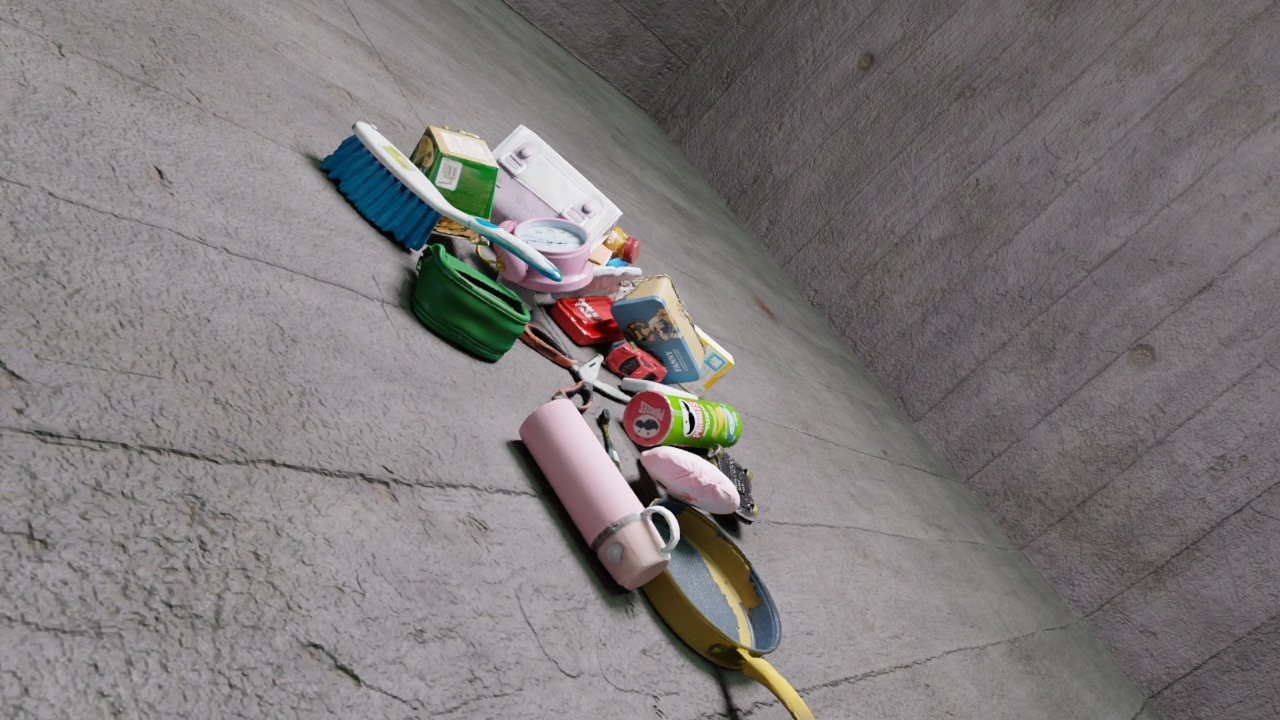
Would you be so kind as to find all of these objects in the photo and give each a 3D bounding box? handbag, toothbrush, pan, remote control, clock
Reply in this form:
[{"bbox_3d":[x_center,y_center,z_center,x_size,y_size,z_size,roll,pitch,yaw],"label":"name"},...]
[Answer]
[{"bbox_3d":[-0.146,-0.222,1.324,0.197,0.144,0.099,40,-19,-1],"label":"handbag"},{"bbox_3d":[-0.029,0.116,1.066,0.012,0.017,0.185,15,29,-21],"label":"toothbrush"},{"bbox_3d":[-0.194,-0.067,1.037,0.131,0.068,0.120,32,13,-32],"label":"handbag"},{"bbox_3d":[0.099,0.269,0.909,0.197,0.078,0.357,33,21,-33],"label":"pan"},{"bbox_3d":[0.028,0.047,1.310,0.056,0.020,0.135,8,-6,35],"label":"remote control"},{"bbox_3d":[-0.168,-0.107,1.250,0.056,0.019,0.135,39,19,-18],"label":"remote control"},{"bbox_3d":[-0.137,-0.141,1.207,0.158,0.060,0.117,-2,36,-12],"label":"clock"}]

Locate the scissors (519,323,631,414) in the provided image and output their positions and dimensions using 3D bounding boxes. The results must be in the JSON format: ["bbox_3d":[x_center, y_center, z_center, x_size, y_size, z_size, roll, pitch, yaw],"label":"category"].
[{"bbox_3d":[-0.079,0.020,1.173,0.222,0.015,0.188,32,21,-34],"label":"scissors"}]

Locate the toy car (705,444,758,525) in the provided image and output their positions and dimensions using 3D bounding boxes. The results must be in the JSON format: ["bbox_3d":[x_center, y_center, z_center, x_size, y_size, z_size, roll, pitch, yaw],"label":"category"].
[{"bbox_3d":[0.120,0.170,1.243,0.070,0.042,0.158,40,17,-15],"label":"toy car"}]

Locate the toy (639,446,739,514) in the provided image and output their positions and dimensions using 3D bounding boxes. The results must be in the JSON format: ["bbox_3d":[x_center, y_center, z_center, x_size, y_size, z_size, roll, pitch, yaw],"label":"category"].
[{"bbox_3d":[0.054,0.140,1.084,0.121,0.054,0.159,34,-9,-10],"label":"toy"}]

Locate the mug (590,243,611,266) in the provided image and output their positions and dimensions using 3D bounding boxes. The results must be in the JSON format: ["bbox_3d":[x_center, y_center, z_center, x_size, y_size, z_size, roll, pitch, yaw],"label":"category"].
[{"bbox_3d":[-0.113,-0.162,1.408,0.106,0.082,0.114,39,30,-14],"label":"mug"}]

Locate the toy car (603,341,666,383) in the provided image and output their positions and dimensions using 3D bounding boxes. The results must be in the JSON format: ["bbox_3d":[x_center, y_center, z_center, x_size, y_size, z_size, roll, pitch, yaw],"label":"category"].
[{"bbox_3d":[-0.008,0.008,1.307,0.106,0.049,0.031,32,26,-43],"label":"toy car"}]

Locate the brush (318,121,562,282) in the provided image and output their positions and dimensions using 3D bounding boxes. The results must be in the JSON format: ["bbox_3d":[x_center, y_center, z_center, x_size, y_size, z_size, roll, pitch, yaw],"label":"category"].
[{"bbox_3d":[-0.234,-0.166,1.070,0.314,0.110,0.060,44,17,4],"label":"brush"}]

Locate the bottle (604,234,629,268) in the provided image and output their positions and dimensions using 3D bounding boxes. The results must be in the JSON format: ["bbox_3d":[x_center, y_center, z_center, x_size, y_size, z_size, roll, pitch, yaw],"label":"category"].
[{"bbox_3d":[-0.056,-0.174,1.587,0.065,0.065,0.218,44,18,-5],"label":"bottle"}]

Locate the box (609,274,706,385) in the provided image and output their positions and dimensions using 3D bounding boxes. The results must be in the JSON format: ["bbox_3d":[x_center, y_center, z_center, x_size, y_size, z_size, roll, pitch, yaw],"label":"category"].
[{"bbox_3d":[0.030,-0.038,1.340,0.184,0.090,0.061,60,35,-34],"label":"box"}]

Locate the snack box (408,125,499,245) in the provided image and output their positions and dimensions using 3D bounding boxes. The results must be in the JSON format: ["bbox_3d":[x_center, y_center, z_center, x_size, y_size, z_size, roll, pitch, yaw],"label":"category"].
[{"bbox_3d":[-0.239,-0.225,1.157,0.118,0.106,0.117,8,34,-32],"label":"snack box"}]

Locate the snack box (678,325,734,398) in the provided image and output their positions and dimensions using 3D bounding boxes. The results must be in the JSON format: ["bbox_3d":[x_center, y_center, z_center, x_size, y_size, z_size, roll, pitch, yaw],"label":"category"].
[{"bbox_3d":[0.071,-0.012,1.467,0.140,0.087,0.033,38,20,-22],"label":"snack box"}]

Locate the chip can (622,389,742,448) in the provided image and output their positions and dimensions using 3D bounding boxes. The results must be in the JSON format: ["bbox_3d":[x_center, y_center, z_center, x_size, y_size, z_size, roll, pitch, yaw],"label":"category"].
[{"bbox_3d":[0.064,0.085,1.261,0.072,0.072,0.235,53,18,23],"label":"chip can"}]

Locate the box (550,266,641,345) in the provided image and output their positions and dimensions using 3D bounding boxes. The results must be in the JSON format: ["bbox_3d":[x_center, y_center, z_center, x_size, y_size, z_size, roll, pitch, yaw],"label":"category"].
[{"bbox_3d":[-0.049,-0.090,1.348,0.095,0.102,0.201,47,18,10],"label":"box"}]

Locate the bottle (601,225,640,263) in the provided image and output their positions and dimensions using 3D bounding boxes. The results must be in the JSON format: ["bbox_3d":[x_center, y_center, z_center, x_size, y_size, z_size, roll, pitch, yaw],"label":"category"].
[{"bbox_3d":[-0.086,-0.204,1.487,0.175,0.057,0.057,22,14,11],"label":"bottle"}]

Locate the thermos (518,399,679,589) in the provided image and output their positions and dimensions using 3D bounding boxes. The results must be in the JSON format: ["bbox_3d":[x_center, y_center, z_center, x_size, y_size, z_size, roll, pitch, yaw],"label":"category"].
[{"bbox_3d":[-0.039,0.125,0.907,0.198,0.087,0.067,53,21,27],"label":"thermos"}]
